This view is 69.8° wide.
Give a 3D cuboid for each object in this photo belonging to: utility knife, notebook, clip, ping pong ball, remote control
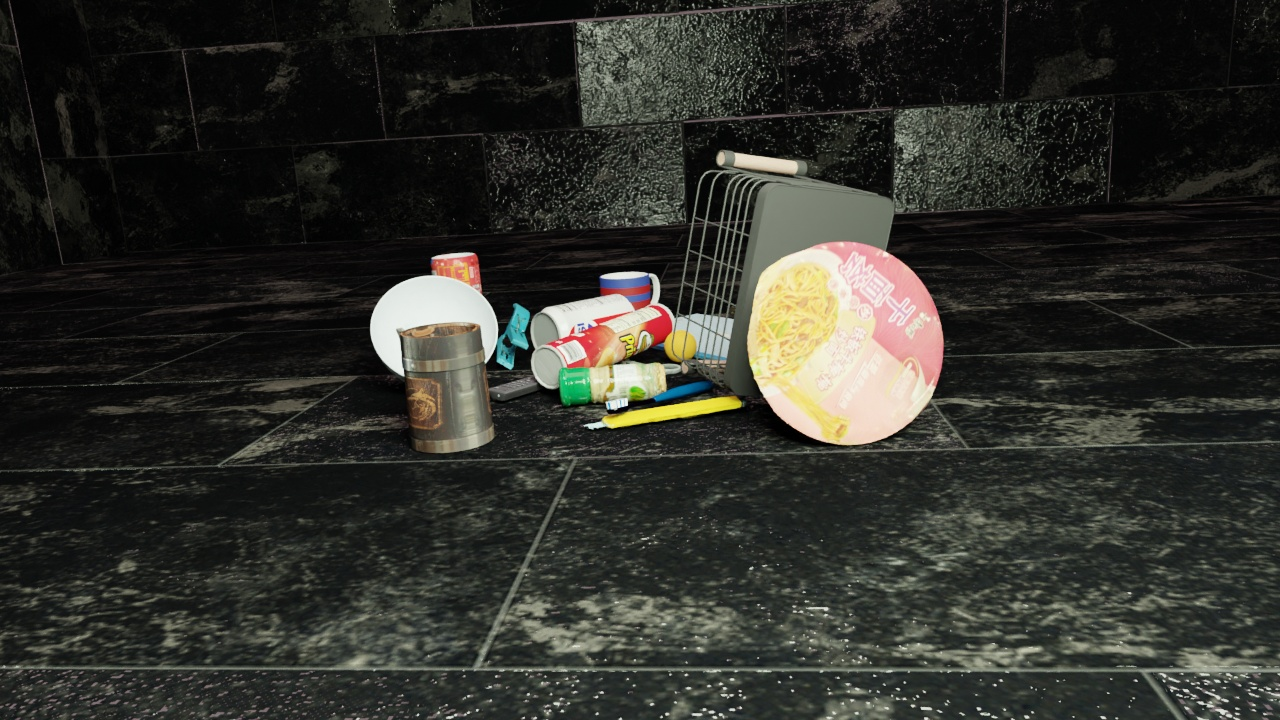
[{"bbox_3d":[0.026,0.051,0.896,0.164,0.017,0.030,-6,9,-12],"label":"utility knife"},{"bbox_3d":[0.094,-0.034,1.254,0.180,0.009,0.254,-14,17,-36],"label":"notebook"},{"bbox_3d":[-0.181,-0.016,1.203,0.121,0.031,0.129,-42,25,30],"label":"clip"},{"bbox_3d":[0.049,-0.017,1.127,0.040,0.040,0.040,-3,13,1],"label":"ping pong ball"},{"bbox_3d":[-0.111,0.025,1.039,0.032,0.015,0.136,8,18,41],"label":"remote control"}]

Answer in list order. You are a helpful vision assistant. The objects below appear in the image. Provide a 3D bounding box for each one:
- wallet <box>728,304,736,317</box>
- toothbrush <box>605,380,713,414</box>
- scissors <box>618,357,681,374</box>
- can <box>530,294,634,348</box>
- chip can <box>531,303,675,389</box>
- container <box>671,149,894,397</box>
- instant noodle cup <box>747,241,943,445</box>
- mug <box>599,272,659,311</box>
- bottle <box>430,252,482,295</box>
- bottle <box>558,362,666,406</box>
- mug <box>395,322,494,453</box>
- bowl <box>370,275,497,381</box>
[{"bbox_3d":[0.193,-0.084,1.421,0.072,0.019,0.122,7,16,27],"label":"wallet"},{"bbox_3d":[0.023,0.036,0.934,0.014,0.014,0.167,-7,3,40],"label":"toothbrush"},{"bbox_3d":[-0.024,0.007,1.099,0.142,0.014,0.161,7,17,29],"label":"scissors"},{"bbox_3d":[-0.073,-0.044,1.206,0.131,0.070,0.070,-15,17,-40],"label":"can"},{"bbox_3d":[-0.039,-0.019,1.074,0.052,0.052,0.214,6,18,35],"label":"chip can"},{"bbox_3d":[0.138,-0.083,0.947,0.162,0.241,0.130,0,18,-30],"label":"container"},{"bbox_3d":[0.174,-0.013,0.834,0.178,0.178,0.078,-5,-3,-8],"label":"instant noodle cup"},{"bbox_3d":[-0.010,-0.094,1.390,0.075,0.076,0.111,9,18,41],"label":"mug"},{"bbox_3d":[-0.239,-0.071,1.214,0.062,0.137,0.062,-3,14,1],"label":"bottle"},{"bbox_3d":[-0.029,0.025,0.963,0.111,0.043,0.043,-3,13,-2],"label":"bottle"},{"bbox_3d":[-0.195,0.021,0.875,0.116,0.107,0.079,10,18,43],"label":"mug"},{"bbox_3d":[-0.245,-0.020,1.091,0.143,0.143,0.074,-8,-26,-18],"label":"bowl"}]
